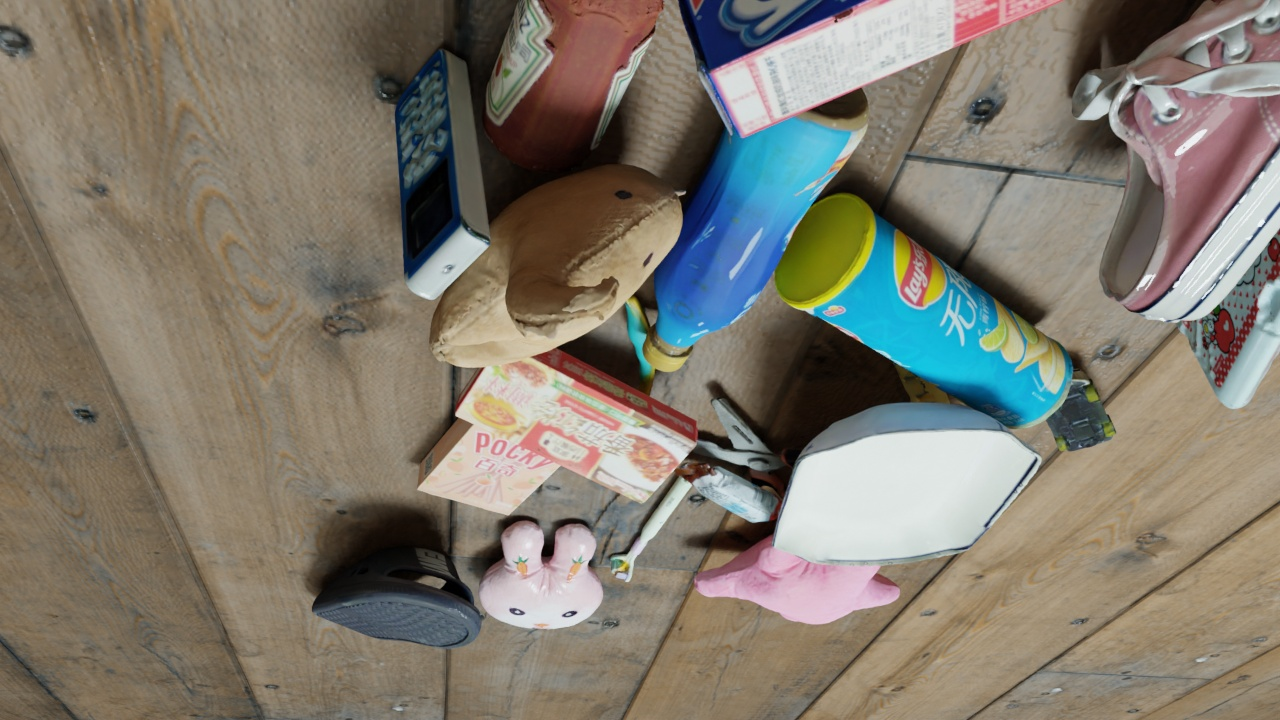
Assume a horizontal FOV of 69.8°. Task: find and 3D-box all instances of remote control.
[{"bbox_3d":[-0.095,-0.092,0.437,0.024,0.124,0.049,19,136,-39],"label":"remote control"}]

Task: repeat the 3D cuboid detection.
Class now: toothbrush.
[{"bbox_3d":[0.011,0.149,0.830,0.020,0.029,0.190,-29,159,-39],"label":"toothbrush"}]

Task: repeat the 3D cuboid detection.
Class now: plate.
[{"bbox_3d":[0.183,0.095,0.674,0.162,0.034,0.266,-1,150,3],"label":"plate"}]

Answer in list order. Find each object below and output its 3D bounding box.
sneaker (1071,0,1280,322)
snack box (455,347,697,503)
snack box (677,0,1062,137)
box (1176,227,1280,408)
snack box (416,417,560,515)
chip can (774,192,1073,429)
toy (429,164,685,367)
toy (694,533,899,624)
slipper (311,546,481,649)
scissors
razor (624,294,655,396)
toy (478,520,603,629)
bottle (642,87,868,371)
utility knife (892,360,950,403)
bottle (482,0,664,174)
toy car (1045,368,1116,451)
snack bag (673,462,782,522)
[{"bbox_3d":[0.264,-0.126,0.415,0.088,0.118,0.242,13,127,-1],"label":"sneaker"},{"bbox_3d":[-0.043,0.040,0.632,0.153,0.025,0.075,28,125,-16],"label":"snack box"},{"bbox_3d":[0.120,-0.166,0.379,0.208,0.057,0.058,-21,157,14],"label":"snack box"},{"bbox_3d":[0.372,-0.067,0.503,0.095,0.100,0.201,-9,142,9],"label":"box"},{"bbox_3d":[-0.106,0.068,0.718,0.084,0.026,0.158,21,137,-25],"label":"snack box"},{"bbox_3d":[0.181,-0.024,0.572,0.210,0.071,0.071,26,134,-30],"label":"chip can"},{"bbox_3d":[-0.038,-0.047,0.453,0.082,0.143,0.226,48,167,-9],"label":"toy"},{"bbox_3d":[0.168,0.198,0.853,0.194,0.074,0.179,24,136,-33],"label":"toy"},{"bbox_3d":[-0.233,0.215,0.871,0.110,0.083,0.269,33,149,-25],"label":"slipper"},{"bbox_3d":[0.111,0.088,0.749,0.225,0.015,0.189,10,147,-1],"label":"scissors"},{"bbox_3d":[-0.004,0.004,0.637,0.028,0.043,0.133,-6,136,-9],"label":"razor"},{"bbox_3d":[-0.094,0.208,0.879,0.121,0.054,0.160,3,134,-6],"label":"toy"},{"bbox_3d":[0.049,-0.068,0.518,0.065,0.065,0.219,11,140,-16],"label":"bottle"},{"bbox_3d":[0.214,0.028,0.691,0.031,0.019,0.179,-23,133,16],"label":"utility knife"},{"bbox_3d":[-0.014,-0.170,0.394,0.059,0.059,0.207,14,139,-19],"label":"bottle"},{"bbox_3d":[0.320,0.035,0.680,0.042,0.035,0.090,-25,136,25],"label":"toy car"},{"bbox_3d":[0.077,0.109,0.750,0.105,0.026,0.045,29,155,-23],"label":"snack bag"}]
